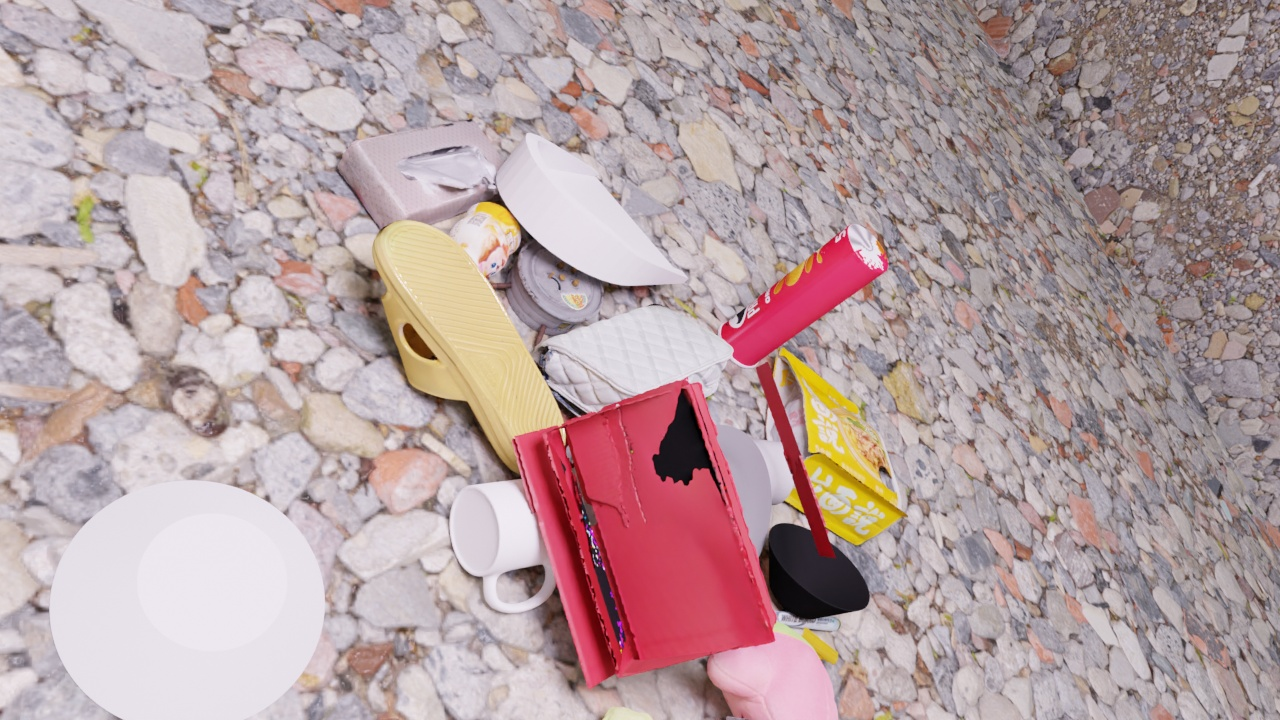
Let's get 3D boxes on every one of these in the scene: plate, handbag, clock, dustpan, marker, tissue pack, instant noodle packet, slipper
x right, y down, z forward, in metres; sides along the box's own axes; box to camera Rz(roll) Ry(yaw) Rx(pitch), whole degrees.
[{"bbox_3d":[0.070,0.153,0.917,0.178,0.012,0.178,-4,96,-43],"label":"plate"},{"bbox_3d":[-0.006,0.006,0.958,0.139,0.073,0.194,32,31,27],"label":"handbag"},{"bbox_3d":[-0.084,-0.083,0.981,0.104,0.056,0.147,50,41,0],"label":"clock"},{"bbox_3d":[-0.048,-0.171,1.016,0.191,0.053,0.257,51,24,14],"label":"dustpan"},{"bbox_3d":[0.158,0.272,0.966,0.146,0.017,0.017,16,50,-35],"label":"marker"},{"bbox_3d":[-0.290,0.153,0.613,0.174,0.036,0.173,25,46,-28],"label":"plate"},{"bbox_3d":[-0.206,-0.194,0.946,0.104,0.071,0.180,53,35,4],"label":"tissue pack"},{"bbox_3d":[0.235,0.093,1.142,0.163,0.084,0.221,32,36,-24],"label":"instant noodle packet"},{"bbox_3d":[-0.162,-0.006,0.834,0.263,0.079,0.099,59,37,-17],"label":"slipper"}]

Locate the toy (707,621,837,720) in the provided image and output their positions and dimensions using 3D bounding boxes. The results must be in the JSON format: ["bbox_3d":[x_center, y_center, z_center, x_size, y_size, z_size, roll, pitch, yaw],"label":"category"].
[{"bbox_3d":[0.129,0.314,0.813,0.192,0.097,0.236,52,10,-23],"label":"toy"}]

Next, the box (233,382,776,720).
[{"bbox_3d":[-0.072,0.153,0.653,0.373,0.148,0.213,-12,83,-42],"label":"box"}]

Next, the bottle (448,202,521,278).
[{"bbox_3d":[-0.166,-0.109,0.918,0.063,0.063,0.108,40,48,-13],"label":"bottle"}]

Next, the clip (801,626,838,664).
[{"bbox_3d":[0.173,0.307,0.951,0.054,0.046,0.048,40,7,-14],"label":"clip"}]

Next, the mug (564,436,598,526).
[{"bbox_3d":[-0.037,0.106,0.874,0.106,0.073,0.082,36,35,20],"label":"mug"}]

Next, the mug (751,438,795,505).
[{"bbox_3d":[0.109,0.137,0.996,0.089,0.071,0.107,9,82,-31],"label":"mug"}]

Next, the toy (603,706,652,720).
[{"bbox_3d":[0.004,0.344,0.737,0.091,0.045,0.135,-30,87,-46],"label":"toy"}]

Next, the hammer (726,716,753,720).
[{"bbox_3d":[-0.021,0.387,0.653,0.300,0.037,0.217,6,74,-35],"label":"hammer"}]

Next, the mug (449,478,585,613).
[{"bbox_3d":[-0.102,0.156,0.774,0.090,0.074,0.110,-1,87,-44],"label":"mug"}]

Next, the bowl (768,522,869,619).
[{"bbox_3d":[0.175,0.234,0.970,0.124,0.053,0.124,26,23,-12],"label":"bowl"}]

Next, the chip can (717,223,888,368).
[{"bbox_3d":[0.191,-0.074,1.105,0.069,0.221,0.069,25,46,-28],"label":"chip can"}]
